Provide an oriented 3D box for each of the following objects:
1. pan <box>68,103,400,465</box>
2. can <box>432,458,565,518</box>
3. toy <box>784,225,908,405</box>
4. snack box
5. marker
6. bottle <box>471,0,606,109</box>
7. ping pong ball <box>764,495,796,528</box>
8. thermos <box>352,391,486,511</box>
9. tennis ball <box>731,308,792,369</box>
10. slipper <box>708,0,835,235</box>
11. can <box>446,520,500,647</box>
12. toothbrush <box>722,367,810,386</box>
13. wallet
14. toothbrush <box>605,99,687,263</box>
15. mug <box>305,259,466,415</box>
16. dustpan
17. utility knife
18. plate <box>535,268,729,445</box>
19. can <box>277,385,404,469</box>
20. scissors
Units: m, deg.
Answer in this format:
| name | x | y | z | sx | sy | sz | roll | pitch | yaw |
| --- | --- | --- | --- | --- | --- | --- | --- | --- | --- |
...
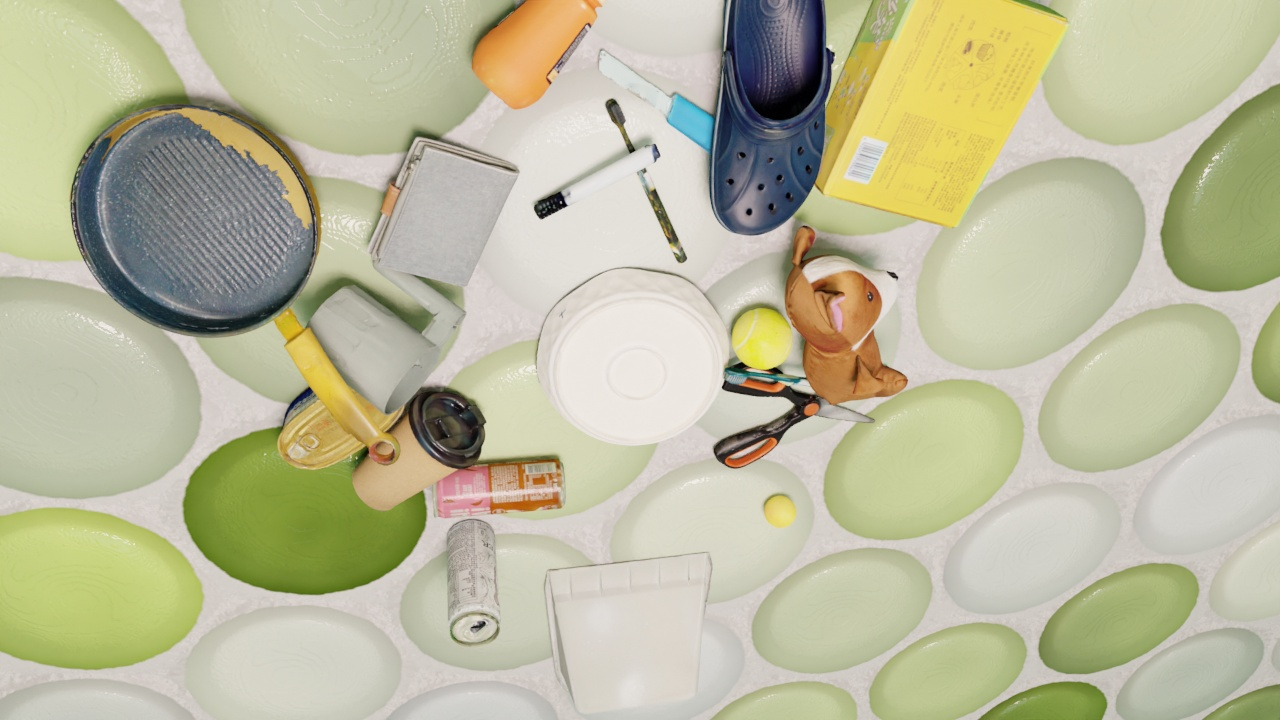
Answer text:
| name | x | y | z | sx | sy | sz | roll | pitch | yaw |
| --- | --- | --- | --- | --- | --- | --- | --- | --- | --- |
| pan | -0.327 | -0.053 | 0.795 | 0.198 | 0.078 | 0.357 | -35 | 109 | 7 |
| can | -0.160 | 0.145 | 1.040 | 0.147 | 0.057 | 0.058 | -3 | 125 | -10 |
| toy | 0.210 | -0.041 | 0.936 | 0.130 | 0.140 | 0.199 | -32 | 132 | 8 |
| snack box | 0.267 | -0.241 | 0.850 | 0.157 | 0.070 | 0.210 | 10 | 122 | -18 |
| marker | -0.041 | -0.167 | 0.856 | 0.131 | 0.022 | 0.018 | -25 | 138 | 15 |
| bottle | -0.072 | -0.279 | 0.759 | 0.150 | 0.066 | 0.066 | -45 | 122 | 10 |
| ping pong ball | 0.176 | 0.191 | 1.157 | 0.040 | 0.040 | 0.040 | -6 | 126 | -8 |
| thermos | -0.238 | 0.099 | 0.978 | 0.143 | 0.093 | 0.093 | -37 | 124 | 24 |
| tennis ball | 0.130 | -0.023 | 0.979 | 0.065 | 0.065 | 0.066 | -6 | 126 | -8 |
| slipper | 0.120 | -0.227 | 0.801 | 0.105 | 0.095 | 0.253 | -1 | 114 | -6 |
| can | -0.193 | 0.254 | 1.055 | 0.058 | 0.146 | 0.058 | -6 | 126 | -9 |
| toothbrush | 0.166 | 0.025 | 1.008 | 0.191 | 0.016 | 0.018 | 8 | 117 | -33 |
| wallet | -0.185 | -0.137 | 0.848 | 0.106 | 0.037 | 0.130 | 12 | 123 | -33 |
| toothbrush | 0.009 | -0.167 | 0.880 | 0.012 | 0.017 | 0.186 | -34 | 126 | -8 |
| mug | -0.243 | -0.027 | 0.872 | 0.103 | 0.084 | 0.124 | 36 | 86 | 3 |
| dustpan | -0.019 | 0.381 | 1.270 | 0.222 | 0.142 | 0.258 | -4 | 96 | -9 |
| utility knife | 0.051 | -0.220 | 0.851 | 0.223 | 0.018 | 0.034 | 27 | 105 | -27 |
| plate | -0.006 | 0.006 | 0.966 | 0.205 | 0.045 | 0.205 | -3 | 117 | -6 |
| can | -0.308 | 0.052 | 0.948 | 0.148 | 0.049 | 0.074 | -34 | 125 | 12 |
| scissors | 0.176 | 0.056 | 1.076 | 0.220 | 0.021 | 0.233 | 32 | 114 | -35 |
